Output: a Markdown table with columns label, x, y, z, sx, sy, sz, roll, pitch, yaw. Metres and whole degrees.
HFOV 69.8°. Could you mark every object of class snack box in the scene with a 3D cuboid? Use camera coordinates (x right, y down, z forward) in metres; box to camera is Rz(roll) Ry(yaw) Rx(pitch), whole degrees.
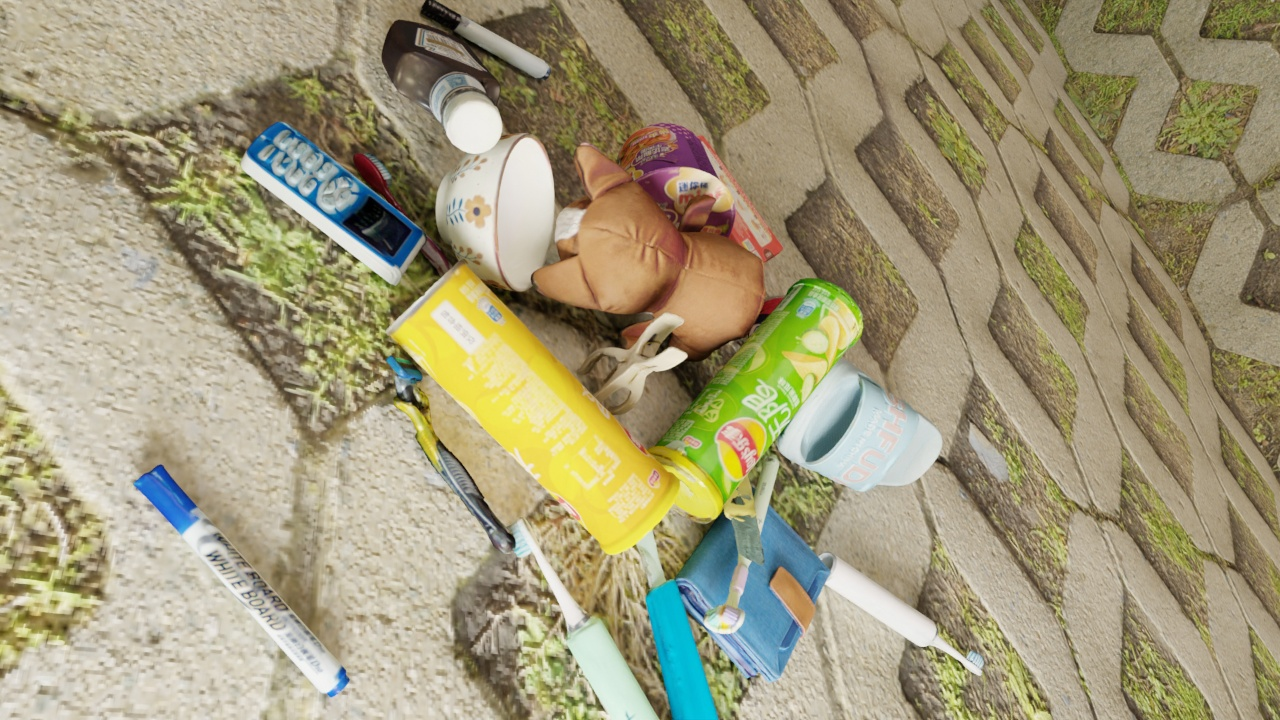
| label | x | y | z | sx | sy | sz | roll | pitch | yaw |
| --- | --- | --- | --- | --- | --- | --- | --- | --- | --- |
| snack box | 0.084 | -0.162 | 0.959 | 0.153 | 0.026 | 0.075 | 55 | 37 | 0 |

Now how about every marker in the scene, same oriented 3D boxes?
| label | x | y | z | sx | sy | sz | roll | pitch | yaw |
| --- | --- | --- | --- | --- | --- | --- | --- | --- | --- |
| marker | -0.137 | -0.290 | 0.830 | 0.130 | 0.018 | 0.022 | 20 | 40 | -36 |
| marker | -0.199 | 0.112 | 0.462 | 0.146 | 0.017 | 0.016 | 51 | 38 | -5 |

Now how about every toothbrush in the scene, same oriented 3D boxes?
| label | x | y | z | sx | sy | sz | roll | pitch | yaw |
| --- | --- | --- | --- | --- | --- | --- | --- | --- | --- |
| toothbrush | -0.145 | -0.075 | 0.663 | 0.187 | 0.016 | 0.017 | 52 | 28 | -2 |
| toothbrush | 0.238 | 0.232 | 0.821 | 0.221 | 0.027 | 0.026 | 35 | 75 | -22 |
| toothbrush | 0.083 | 0.131 | 0.695 | 0.189 | 0.029 | 0.020 | -60 | 138 | -54 |
| toothbrush | -0.021 | 0.196 | 0.578 | 0.224 | 0.027 | 0.026 | 59 | 5 | 5 |

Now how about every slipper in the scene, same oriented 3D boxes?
| label | x | y | z | sx | sy | sz | roll | pitch | yaw |
| --- | --- | --- | --- | --- | --- | --- | --- | --- | --- |
| slipper | 0.215 | 0.076 | 0.847 | 0.245 | 0.104 | 0.074 | 22 | 17 | -44 |

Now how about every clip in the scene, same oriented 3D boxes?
| label | x | y | z | sx | sy | sz | roll | pitch | yaw |
| --- | --- | --- | --- | --- | --- | --- | --- | --- | --- |
| clip | -0.005 | 0.015 | 0.675 | 0.034 | 0.105 | 0.080 | 25 | 61 | -34 |

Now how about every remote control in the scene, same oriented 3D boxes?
| label | x | y | z | sx | sy | sz | roll | pitch | yaw |
| --- | --- | --- | --- | --- | --- | --- | --- | --- | --- |
| remote control | -0.203 | -0.105 | 0.614 | 0.125 | 0.024 | 0.048 | 39 | 41 | -17 |

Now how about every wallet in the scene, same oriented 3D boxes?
| label | x | y | z | sx | sy | sz | roll | pitch | yaw |
| --- | --- | --- | --- | --- | --- | --- | --- | --- | --- |
| wallet | 0.089 | 0.169 | 0.707 | 0.106 | 0.040 | 0.132 | 48 | 39 | -1 |

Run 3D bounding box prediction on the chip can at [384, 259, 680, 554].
| label | x | y | z | sx | sy | sz | roll | pitch | yaw |
| --- | --- | --- | --- | --- | --- | --- | --- | --- | --- |
| chip can | -0.069 | 0.033 | 0.614 | 0.213 | 0.072 | 0.071 | 46 | 39 | -10 |

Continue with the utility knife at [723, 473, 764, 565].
| label | x | y | z | sx | sy | sz | roll | pitch | yaw |
| --- | --- | --- | --- | --- | --- | --- | --- | --- | --- |
| utility knife | 0.076 | 0.092 | 0.730 | 0.031 | 0.020 | 0.194 | 2 | 38 | -3 |

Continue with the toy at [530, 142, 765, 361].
| label | x | y | z | sx | sy | sz | roll | pitch | yaw |
| --- | --- | --- | --- | --- | --- | --- | --- | --- | --- |
| toy | 0.005 | -0.078 | 0.739 | 0.199 | 0.131 | 0.140 | 19 | 78 | -43 |

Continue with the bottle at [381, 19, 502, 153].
| label | x | y | z | sx | sy | sz | roll | pitch | yaw |
| --- | --- | --- | --- | --- | --- | --- | --- | --- | --- |
| bottle | -0.140 | -0.200 | 0.668 | 0.079 | 0.044 | 0.194 | 11 | 26 | -30 |

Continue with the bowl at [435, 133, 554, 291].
| label | x | y | z | sx | sy | sz | roll | pitch | yaw |
| --- | --- | --- | --- | --- | --- | --- | --- | --- | --- |
| bowl | -0.110 | -0.110 | 0.670 | 0.113 | 0.062 | 0.113 | 9 | 89 | -75 |

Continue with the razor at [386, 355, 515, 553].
| label | x | y | z | sx | sy | sz | roll | pitch | yaw |
| --- | --- | --- | --- | --- | --- | --- | --- | --- | --- |
| razor | -0.121 | 0.062 | 0.579 | 0.142 | 0.022 | 0.042 | 58 | 1 | 3 |

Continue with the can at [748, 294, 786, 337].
| label | x | y | z | sx | sy | sz | roll | pitch | yaw |
| --- | --- | --- | --- | --- | --- | --- | --- | --- | --- |
| can | 0.136 | -0.008 | 0.863 | 0.066 | 0.067 | 0.093 | 26 | 46 | -31 |

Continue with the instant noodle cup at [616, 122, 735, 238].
| label | x | y | z | sx | sy | sz | roll | pitch | yaw |
| --- | --- | --- | --- | --- | --- | --- | --- | --- | --- |
| instant noodle cup | 0.023 | -0.154 | 0.831 | 0.111 | 0.112 | 0.099 | 26 | 37 | -32 |

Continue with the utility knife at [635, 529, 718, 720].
| label | x | y | z | sx | sy | sz | roll | pitch | yaw |
| --- | --- | --- | --- | --- | --- | --- | --- | --- | --- |
| utility knife | 0.024 | 0.193 | 0.633 | 0.034 | 0.018 | 0.206 | 0 | 62 | -31 |

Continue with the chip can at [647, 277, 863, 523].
| label | x | y | z | sx | sy | sz | roll | pitch | yaw |
| --- | --- | --- | --- | --- | --- | --- | --- | --- | --- |
| chip can | 0.093 | 0.024 | 0.721 | 0.072 | 0.073 | 0.220 | 47 | 64 | -9 |
